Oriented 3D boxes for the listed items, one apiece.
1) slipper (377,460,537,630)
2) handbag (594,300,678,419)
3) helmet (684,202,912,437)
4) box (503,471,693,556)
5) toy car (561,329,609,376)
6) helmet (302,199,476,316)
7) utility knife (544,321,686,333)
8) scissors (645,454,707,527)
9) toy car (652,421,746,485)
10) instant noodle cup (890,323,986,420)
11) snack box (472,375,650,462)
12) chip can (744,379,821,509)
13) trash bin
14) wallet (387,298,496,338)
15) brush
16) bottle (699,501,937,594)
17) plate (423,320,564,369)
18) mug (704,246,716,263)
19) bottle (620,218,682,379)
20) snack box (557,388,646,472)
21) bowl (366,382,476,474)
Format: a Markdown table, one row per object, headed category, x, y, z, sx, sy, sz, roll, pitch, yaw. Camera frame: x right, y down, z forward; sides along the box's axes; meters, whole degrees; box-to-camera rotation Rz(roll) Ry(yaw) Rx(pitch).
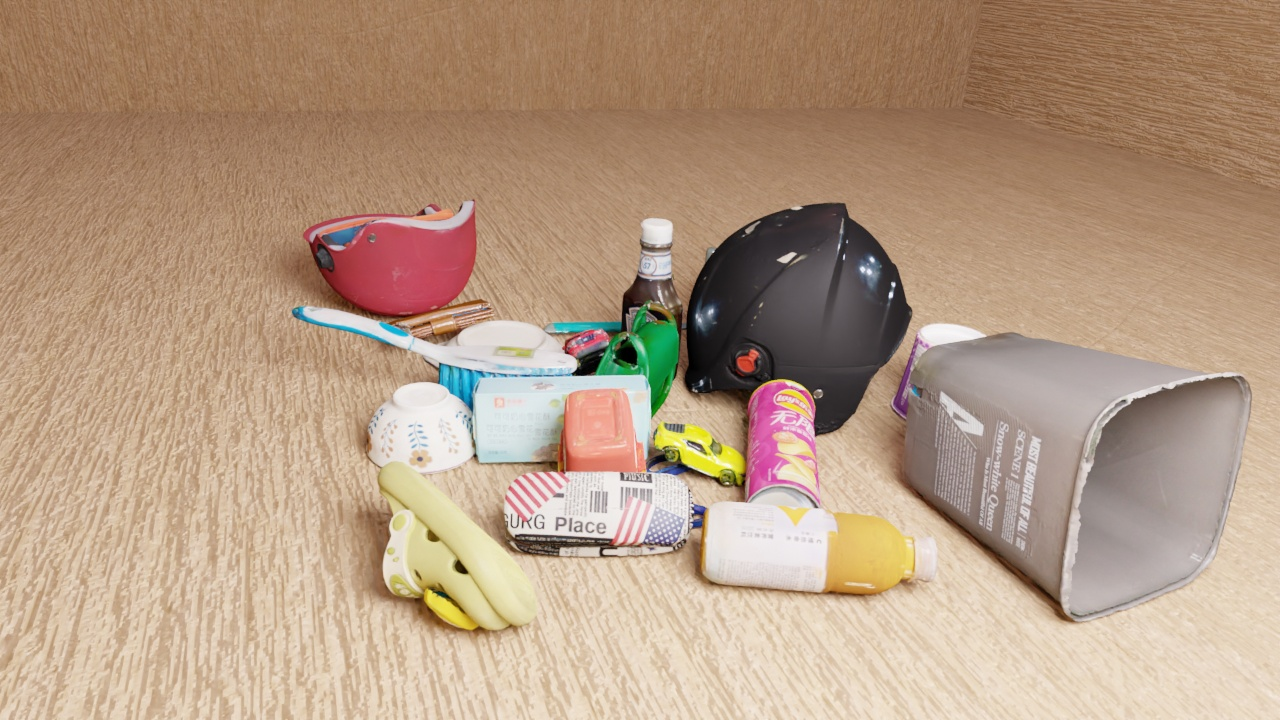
| category | x | y | z | sx | sy | sz | roll | pitch | yaw |
| --- | --- | --- | --- | --- | --- | --- | --- | --- | --- |
| slipper | -0.158 | 0.156 | 0.723 | 0.081 | 0.091 | 0.190 | -47 | 54 | -9 |
| handbag | -0.006 | 0.006 | 1.007 | 0.068 | 0.120 | 0.131 | 17 | 25 | 15 |
| helmet | 0.169 | -0.056 | 1.062 | 0.275 | 0.230 | 0.233 | -11 | 19 | 16 |
| box | -0.035 | 0.128 | 0.781 | 0.163 | 0.081 | 0.074 | 3 | 40 | -4 |
| toy car | -0.064 | -0.010 | 1.054 | 0.053 | 0.045 | 0.121 | -24 | -8 | -13 |
| helmet | -0.335 | -0.133 | 1.251 | 0.240 | 0.144 | 0.206 | 2 | 20 | 34 |
| utility knife | -0.025 | -0.044 | 1.241 | 0.221 | 0.013 | 0.029 | -2 | 27 | -19 |
| scissors | -0.006 | 0.124 | 0.875 | 0.162 | 0.012 | 0.175 | 22 | 32 | 37 |
| toy car | 0.063 | 0.089 | 0.908 | 0.105 | 0.032 | 0.048 | 25 | 20 | -5 |
| instant noodle cup | 0.354 | 0.016 | 1.055 | 0.111 | 0.099 | 0.111 | 4 | 24 | -2 |
| snack box | -0.078 | 0.058 | 0.921 | 0.175 | 0.074 | 0.051 | -1 | 19 | -3 |
| chip can | 0.137 | 0.095 | 0.886 | 0.071 | 0.071 | 0.210 | 6 | 25 | 5 |
| trash bin | 0.368 | 0.080 | 0.820 | 0.198 | 0.199 | 0.220 | -9 | 21 | -25 |
| wallet | -0.252 | -0.051 | 1.147 | 0.130 | 0.035 | 0.119 | -16 | 13 | -15 |
| brush | -0.218 | 0.003 | 0.997 | 0.314 | 0.110 | 0.060 | 4 | 27 | 2 |
| bottle | 0.145 | 0.156 | 0.755 | 0.189 | 0.068 | 0.068 | 4 | 24 | 2 |
| plate | -0.170 | -0.014 | 1.132 | 0.164 | 0.034 | 0.164 | -17 | 31 | -36 |
| mug | 0.114 | -0.089 | 1.248 | 0.083 | 0.103 | 0.124 | -6 | 28 | -22 |
| bottle | 0.014 | -0.068 | 1.079 | 0.080 | 0.195 | 0.043 | 24 | 31 | 37 |
| snack box | -0.036 | 0.077 | 0.843 | 0.082 | 0.080 | 0.091 | -3 | 47 | -5 |
| bowl | -0.221 | 0.061 | 0.928 | 0.113 | 0.062 | 0.113 | 1 | 25 | -1 |
